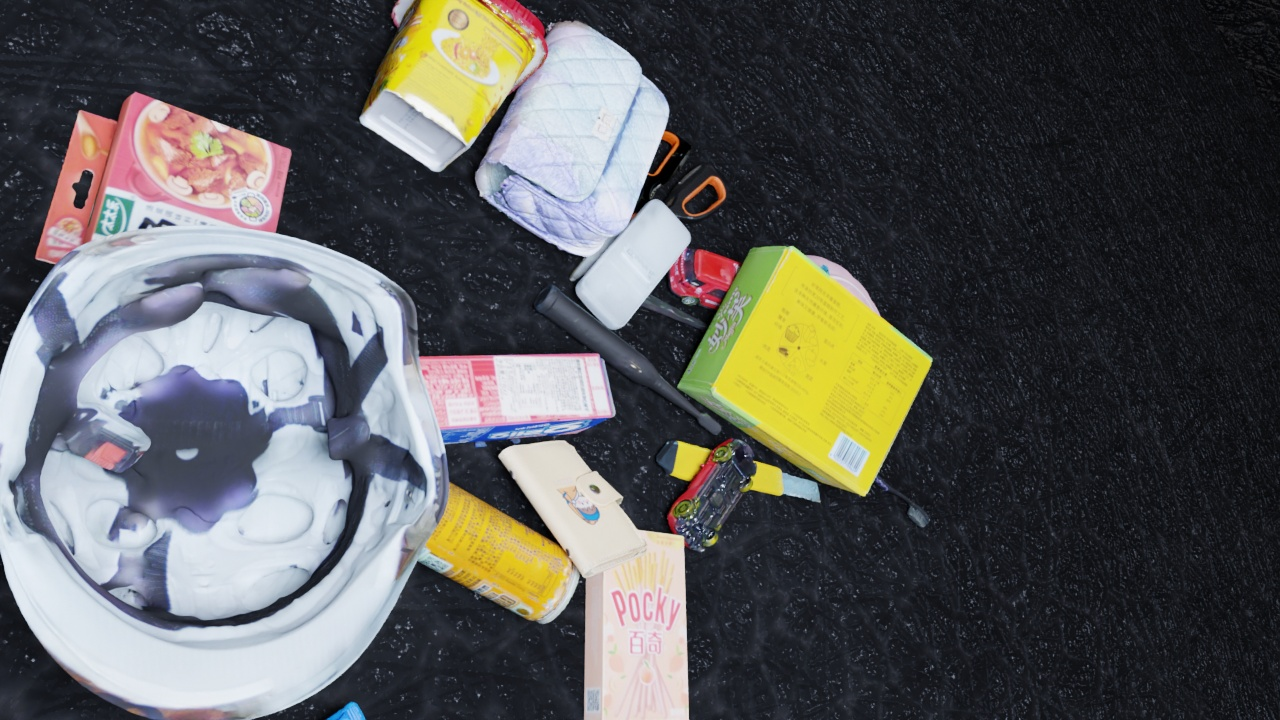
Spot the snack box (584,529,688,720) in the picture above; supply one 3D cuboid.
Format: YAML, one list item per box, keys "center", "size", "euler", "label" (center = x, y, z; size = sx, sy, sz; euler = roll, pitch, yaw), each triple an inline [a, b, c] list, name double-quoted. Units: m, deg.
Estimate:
- center: [-0.003, 0.215, 0.732]
  size: [0.084, 0.026, 0.157]
  euler: [14, 66, -34]
  label: "snack box"

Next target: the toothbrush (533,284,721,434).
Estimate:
- center: [-0.005, 0.005, 0.811]
  size: [0.212, 0.027, 0.026]
  euler: [37, 99, -23]
  label: "toothbrush"

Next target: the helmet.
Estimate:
- center: [-0.242, 0.060, 0.523]
  size: [0.228, 0.146, 0.258]
  euler: [-1, 82, -36]
  label: "helmet"

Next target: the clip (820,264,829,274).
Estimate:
- center: [0.188, -0.073, 0.944]
  size: [0.040, 0.014, 0.056]
  euler: [-3, 76, -39]
  label: "clip"

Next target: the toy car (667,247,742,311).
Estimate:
- center: [0.081, -0.073, 0.895]
  size: [0.120, 0.045, 0.052]
  euler: [17, 65, -35]
  label: "toy car"

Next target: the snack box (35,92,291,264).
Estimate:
- center: [-0.306, -0.105, 0.599]
  size: [0.127, 0.044, 0.113]
  euler: [16, 64, -33]
  label: "snack box"

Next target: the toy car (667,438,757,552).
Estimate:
- center: [0.064, 0.116, 0.808]
  size: [0.106, 0.031, 0.049]
  euler: [-51, 123, -22]
  label: "toy car"

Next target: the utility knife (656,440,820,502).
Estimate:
- center: [0.096, 0.108, 0.857]
  size: [0.206, 0.015, 0.033]
  euler: [18, 84, -33]
  label: "utility knife"

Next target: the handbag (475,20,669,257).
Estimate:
- center: [-0.054, -0.198, 0.812]
  size: [0.134, 0.076, 0.193]
  euler: [30, 56, -20]
  label: "handbag"

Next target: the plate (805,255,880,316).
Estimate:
- center: [0.205, -0.028, 0.978]
  size: [0.192, 0.039, 0.192]
  euler: [14, 65, -34]
  label: "plate"

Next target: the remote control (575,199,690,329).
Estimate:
- center: [-0.005, -0.088, 0.828]
  size: [0.056, 0.020, 0.135]
  euler: [46, 57, -15]
  label: "remote control"

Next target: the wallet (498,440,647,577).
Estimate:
- center: [-0.047, 0.108, 0.705]
  size: [0.115, 0.024, 0.087]
  euler: [49, 25, 23]
  label: "wallet"

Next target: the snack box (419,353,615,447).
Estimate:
- center: [-0.119, 0.031, 0.689]
  size: [0.207, 0.057, 0.058]
  euler: [-1, 72, -38]
  label: "snack box"

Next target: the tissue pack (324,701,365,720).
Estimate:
- center: [-0.209, 0.281, 0.527]
  size: [0.156, 0.052, 0.095]
  euler: [-34, 98, -41]
  label: "tissue pack"

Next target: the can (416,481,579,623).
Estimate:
- center: [-0.116, 0.131, 0.652]
  size: [0.146, 0.058, 0.058]
  euler: [36, 55, -23]
  label: "can"

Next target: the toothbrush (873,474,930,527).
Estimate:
- center: [0.246, 0.124, 0.972]
  size: [0.189, 0.014, 0.016]
  euler: [39, 66, -20]
  label: "toothbrush"

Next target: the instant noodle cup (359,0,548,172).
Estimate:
- center: [-0.154, -0.228, 0.729]
  size: [0.116, 0.116, 0.123]
  euler: [33, 67, -25]
  label: "instant noodle cup"

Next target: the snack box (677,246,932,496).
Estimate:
- center: [0.160, 0.011, 0.873]
  size: [0.210, 0.070, 0.157]
  euler: [33, 80, -24]
  label: "snack box"

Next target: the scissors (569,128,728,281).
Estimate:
- center: [-0.007, -0.146, 0.874]
  size: [0.233, 0.022, 0.162]
  euler: [-22, 81, -35]
  label: "scissors"

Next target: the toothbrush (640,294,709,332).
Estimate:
- center: [0.049, -0.039, 0.876]
  size: [0.181, 0.018, 0.015]
  euler: [22, 64, -29]
  label: "toothbrush"
